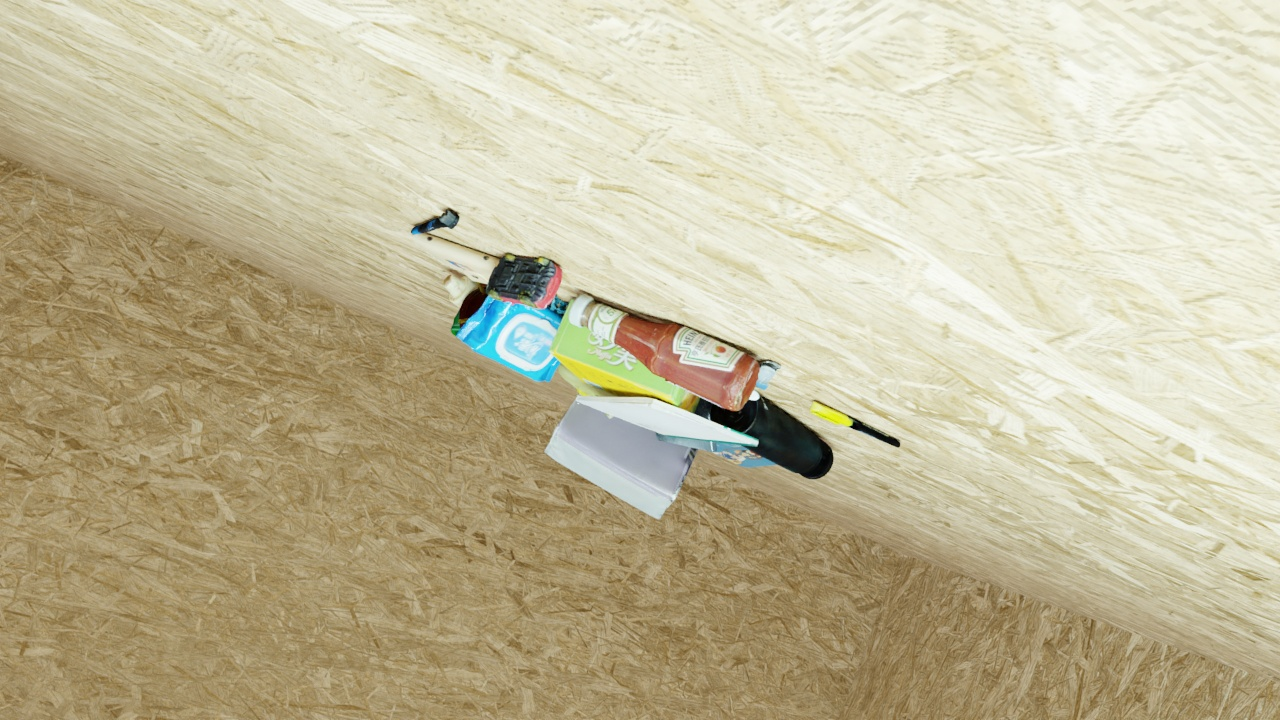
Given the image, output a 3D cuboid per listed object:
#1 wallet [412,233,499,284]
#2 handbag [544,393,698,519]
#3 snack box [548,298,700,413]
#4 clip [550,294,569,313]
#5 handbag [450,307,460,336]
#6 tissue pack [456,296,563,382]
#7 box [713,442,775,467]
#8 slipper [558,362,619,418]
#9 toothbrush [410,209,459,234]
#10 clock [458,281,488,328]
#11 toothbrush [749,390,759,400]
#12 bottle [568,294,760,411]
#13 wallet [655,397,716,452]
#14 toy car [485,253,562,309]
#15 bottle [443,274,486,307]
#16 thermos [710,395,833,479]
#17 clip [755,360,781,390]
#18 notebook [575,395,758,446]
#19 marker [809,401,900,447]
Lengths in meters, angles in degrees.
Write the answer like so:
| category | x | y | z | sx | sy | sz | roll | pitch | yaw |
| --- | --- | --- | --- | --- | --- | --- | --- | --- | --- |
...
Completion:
| category | x | y | z | sx | sy | sz | roll | pitch | yaw |
| --- | --- | --- | --- | --- | --- | --- | --- | --- | --- |
| wallet | -0.189 | -0.107 | 1.031 | 0.115 | 0.024 | 0.087 | 19 | 173 | 20 |
| handbag | -0.022 | 0.120 | 1.344 | 0.197 | 0.144 | 0.099 | 31 | 145 | 1 |
| snack box | -0.007 | 0.006 | 1.103 | 0.158 | 0.070 | 0.210 | 21 | 172 | 11 |
| clip | -0.095 | -0.065 | 1.084 | 0.039 | 0.013 | 0.056 | 25 | 173 | -10 |
| handbag | -0.203 | -0.049 | 1.354 | 0.131 | 0.068 | 0.120 | 28 | 164 | -28 |
| tissue pack | -0.141 | -0.032 | 1.125 | 0.157 | 0.095 | 0.052 | 30 | -170 | -44 |
| box | 0.130 | 0.100 | 1.323 | 0.184 | 0.059 | 0.090 | 25 | 153 | -37 |
| slipper | -0.036 | 0.045 | 1.273 | 0.191 | 0.082 | 0.091 | 26 | -145 | 32 |
| toothbrush | -0.211 | -0.137 | 0.922 | 0.016 | 0.014 | 0.190 | 28 | 172 | -25 |
| clock | -0.175 | -0.049 | 1.181 | 0.122 | 0.082 | 0.055 | 30 | 164 | -32 |
| toothbrush | 0.027 | -0.010 | 0.979 | 0.221 | 0.027 | 0.026 | 27 | -174 | 12 |
| bottle | 0.020 | -0.014 | 0.936 | 0.206 | 0.059 | 0.060 | 25 | 174 | 18 |
| wallet | 0.058 | 0.070 | 1.258 | 0.019 | 0.097 | 0.121 | -11 | -168 | -38 |
| toy car | -0.117 | -0.079 | 0.917 | 0.031 | 0.049 | 0.106 | 31 | 168 | -40 |
| bottle | -0.204 | -0.068 | 1.229 | 0.149 | 0.066 | 0.067 | 38 | 165 | -37 |
| thermos | 0.176 | 0.097 | 1.235 | 0.090 | 0.068 | 0.242 | 42 | -173 | 39 |
| clip | 0.127 | 0.010 | 0.939 | 0.027 | 0.045 | 0.058 | 25 | 167 | -2 |
| notebook | 0.027 | 0.074 | 1.124 | 0.150 | 0.012 | 0.209 | 23 | 168 | -26 |
| marker | 0.246 | 0.076 | 1.048 | 0.124 | 0.015 | 0.018 | 24 | 176 | -17 |
